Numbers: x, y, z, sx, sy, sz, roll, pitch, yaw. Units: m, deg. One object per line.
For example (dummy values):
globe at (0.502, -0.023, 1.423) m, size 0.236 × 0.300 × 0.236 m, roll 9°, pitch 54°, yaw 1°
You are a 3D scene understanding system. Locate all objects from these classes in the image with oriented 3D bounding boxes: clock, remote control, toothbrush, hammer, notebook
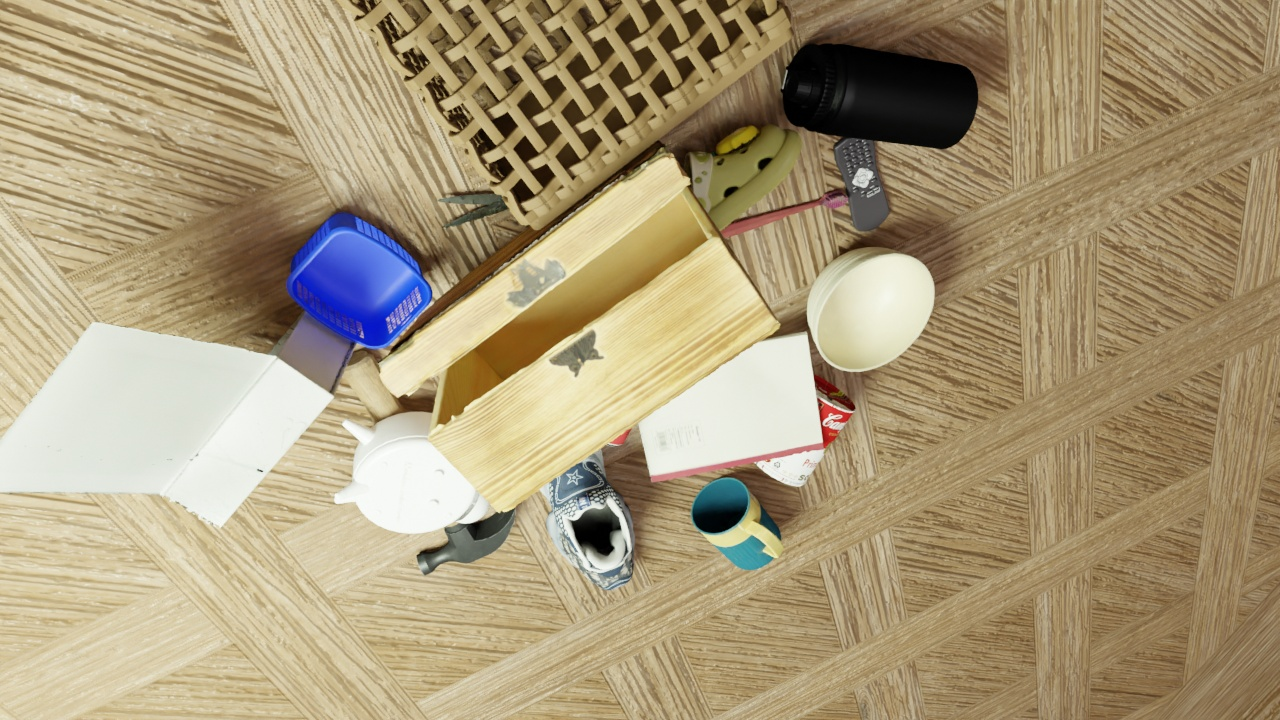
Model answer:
clock at (-0.230, 0.122, 0.949) m, size 0.160 × 0.072 × 0.126 m, roll 6°, pitch 121°, yaw -18°
remote control at (0.247, -0.196, 1.016) m, size 0.046 × 0.009 × 0.124 m, roll -29°, pitch 127°, yaw -3°
toothbrush at (0.138, -0.152, 0.996) m, size 0.189 × 0.016 × 0.016 m, roll -18°, pitch 127°, yaw -10°
hammer at (-0.238, 0.111, 1.006) m, size 0.132 × 0.040 × 0.306 m, roll -23°, pitch 126°, yaw -3°
notebook at (0.100, 0.056, 1.064) m, size 0.209 × 0.012 × 0.153 m, roll -11°, pitch 111°, yaw 3°

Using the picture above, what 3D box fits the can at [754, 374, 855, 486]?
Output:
can at (0.196, 0.083, 1.129) m, size 0.086 × 0.086 × 0.117 m, roll 19°, pitch 112°, yaw -31°

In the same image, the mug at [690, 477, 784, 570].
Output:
mug at (0.135, 0.218, 1.176) m, size 0.083 × 0.114 × 0.107 m, roll -50°, pitch 130°, yaw -15°

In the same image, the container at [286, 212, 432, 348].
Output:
container at (-0.262, -0.077, 0.857) m, size 0.096 × 0.058 × 0.114 m, roll -44°, pitch 126°, yaw 9°

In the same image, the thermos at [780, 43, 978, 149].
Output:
thermos at (0.228, -0.265, 0.915) m, size 0.198 × 0.086 × 0.086 m, roll 1°, pitch 121°, yaw -22°

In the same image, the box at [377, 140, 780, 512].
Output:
box at (-0.055, -0.053, 0.793) m, size 0.279 × 0.244 × 0.168 m, roll -36°, pitch 111°, yaw 10°

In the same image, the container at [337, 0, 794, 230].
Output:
container at (-0.070, -0.287, 0.696) m, size 0.251 × 0.219 × 0.214 m, roll -37°, pitch 127°, yaw 3°

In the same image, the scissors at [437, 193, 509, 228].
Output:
scissors at (-0.108, -0.166, 0.891) m, size 0.163 × 0.012 × 0.154 m, roll 22°, pitch 111°, yaw -30°

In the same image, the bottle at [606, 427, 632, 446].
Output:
bottle at (-0.006, 0.006, 1.007) m, size 0.062 × 0.062 × 0.177 m, roll 22°, pitch 104°, yaw -32°

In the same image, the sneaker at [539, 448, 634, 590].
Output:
sneaker at (-0.051, 0.206, 1.074) m, size 0.103 × 0.132 × 0.270 m, roll -22°, pitch 132°, yaw -7°

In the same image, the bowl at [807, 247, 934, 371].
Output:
bowl at (0.253, -0.069, 1.059) m, size 0.150 × 0.075 × 0.151 m, roll -10°, pitch 124°, yaw -16°

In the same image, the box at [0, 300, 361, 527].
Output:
box at (-0.361, 0.060, 0.688) m, size 0.119 × 0.478 × 0.166 m, roll 43°, pitch 101°, yaw 2°

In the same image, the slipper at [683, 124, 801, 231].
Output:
slipper at (0.071, -0.177, 0.922) m, size 0.191 × 0.091 × 0.081 m, roll -41°, pitch 102°, yaw 8°
